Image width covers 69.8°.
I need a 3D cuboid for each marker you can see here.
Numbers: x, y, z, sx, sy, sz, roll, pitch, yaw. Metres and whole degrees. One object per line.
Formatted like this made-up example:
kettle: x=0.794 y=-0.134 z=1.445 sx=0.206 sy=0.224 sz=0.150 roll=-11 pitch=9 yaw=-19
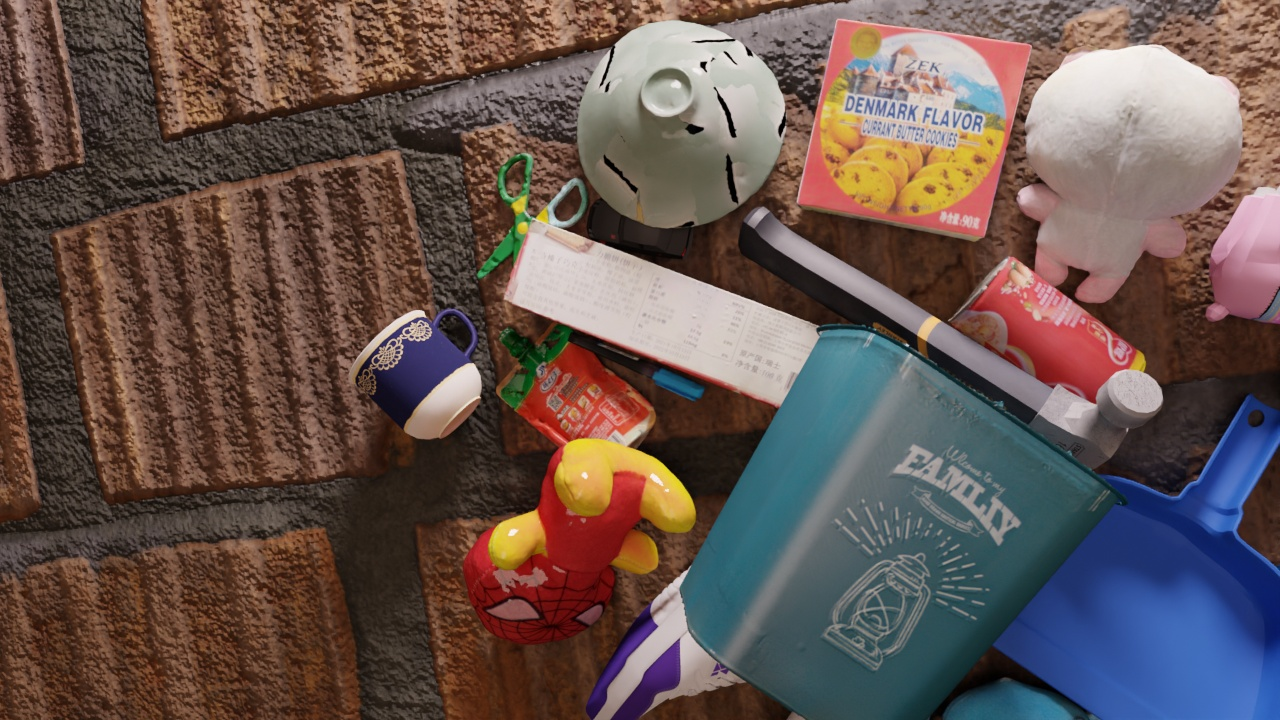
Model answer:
marker: x=-0.005 y=0.004 z=0.771 sx=0.123 sy=0.018 sz=0.015 roll=23 pitch=102 yaw=5

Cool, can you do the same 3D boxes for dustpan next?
dustpan: x=0.387 y=0.138 z=0.667 sx=0.245 sy=0.059 sz=0.257 roll=34 pitch=80 yaw=17

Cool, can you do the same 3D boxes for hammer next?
hammer: x=0.206 y=-0.024 z=0.683 sx=0.312 sy=0.139 sz=0.035 roll=35 pitch=66 yaw=17

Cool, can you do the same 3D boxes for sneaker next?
sneaker: x=0.068 y=0.224 z=0.745 sx=0.111 sy=0.091 sz=0.244 roll=43 pitch=98 yaw=3

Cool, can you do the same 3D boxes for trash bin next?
trash bin: x=0.151 y=0.118 z=0.614 sx=0.196 sy=0.199 sz=0.218 roll=34 pitch=91 yaw=-1

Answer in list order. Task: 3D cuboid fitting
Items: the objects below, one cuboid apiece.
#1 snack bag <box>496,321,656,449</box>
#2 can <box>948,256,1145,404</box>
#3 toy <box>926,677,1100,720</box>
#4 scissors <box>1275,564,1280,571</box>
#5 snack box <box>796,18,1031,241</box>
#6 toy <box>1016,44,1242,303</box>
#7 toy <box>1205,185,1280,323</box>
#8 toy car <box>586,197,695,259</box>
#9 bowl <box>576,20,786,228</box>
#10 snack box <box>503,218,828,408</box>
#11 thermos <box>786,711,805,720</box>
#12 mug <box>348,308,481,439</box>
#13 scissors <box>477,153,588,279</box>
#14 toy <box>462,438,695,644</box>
snack bag: x=-0.064 y=0.026 z=0.784 sx=0.155 sy=0.044 sz=0.087 roll=41 pitch=93 yaw=12
can: x=0.298 y=-0.016 z=0.678 sx=0.124 sy=0.066 sz=0.067 roll=40 pitch=102 yaw=8
toy: x=0.298 y=0.336 z=0.695 sx=0.224 sy=0.099 sz=0.191 roll=-7 pitch=96 yaw=-8
scissors: x=0.514 y=0.197 z=0.673 sx=0.135 sy=0.016 sz=0.083 roll=20 pitch=97 yaw=10
snack box: x=0.205 y=-0.175 z=0.701 sx=0.143 sy=0.040 sz=0.145 roll=13 pitch=97 yaw=13
toy: x=0.336 y=-0.129 z=0.650 sx=0.139 sy=0.101 sz=0.180 roll=20 pitch=116 yaw=23
toy: x=0.464 y=-0.038 z=0.639 sx=0.123 sy=0.067 sz=0.157 roll=10 pitch=101 yaw=14
toy car: x=-0.002 y=-0.110 z=0.756 sx=0.092 sy=0.036 sz=0.042 roll=12 pitch=97 yaw=12
bowl: x=0.024 y=-0.195 z=0.711 sx=0.174 sy=0.068 sz=0.174 roll=-1 pitch=82 yaw=10
snack box: x=0.026 y=-0.032 z=0.749 sx=0.273 sy=0.044 sz=0.076 roll=21 pitch=93 yaw=8
thermos: x=0.160 y=0.285 z=0.703 sx=0.068 sy=0.101 sz=0.230 roll=34 pitch=93 yaw=-17
mug: x=-0.177 y=0.010 z=0.791 sx=0.089 sy=0.086 sz=0.111 roll=43 pitch=67 yaw=4
scissors: x=-0.091 y=-0.111 z=0.791 sx=0.108 sy=0.012 sz=0.131 roll=7 pitch=95 yaw=13
toy: x=-0.061 y=0.152 z=0.744 sx=0.147 sy=0.098 sz=0.217 roll=23 pitch=124 yaw=-26
